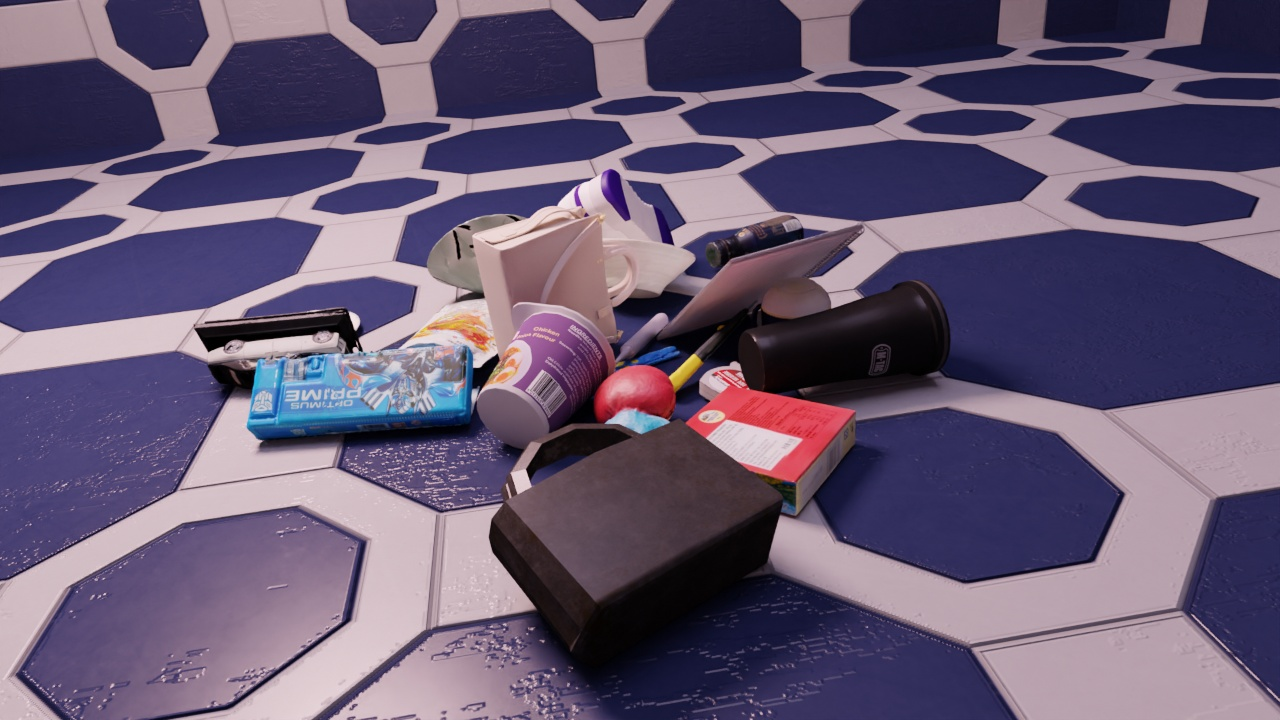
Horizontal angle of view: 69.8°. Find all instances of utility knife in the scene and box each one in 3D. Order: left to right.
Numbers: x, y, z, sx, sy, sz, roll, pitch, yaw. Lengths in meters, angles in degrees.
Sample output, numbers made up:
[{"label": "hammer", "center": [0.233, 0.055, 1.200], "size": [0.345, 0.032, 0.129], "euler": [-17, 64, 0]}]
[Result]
[{"label": "utility knife", "center": [0.085, -0.020, 1.069], "size": [0.187, 0.020, 0.029], "euler": [-43, -1, -31]}]

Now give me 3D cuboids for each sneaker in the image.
[{"label": "sneaker", "center": [-0.034, -0.184, 1.332], "size": [0.111, 0.244, 0.091], "euler": [-18, 65, 21]}]

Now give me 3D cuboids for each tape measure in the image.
[{"label": "tape measure", "center": [0.101, 0.030, 1.018], "size": [0.062, 0.020, 0.060], "euler": [-19, 35, -28]}]

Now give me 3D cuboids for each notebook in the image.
[{"label": "notebook", "center": [0.136, -0.088, 1.093], "size": [0.177, 0.013, 0.246], "euler": [-17, -12, -23]}]

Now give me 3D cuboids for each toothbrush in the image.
[{"label": "toothbrush", "center": [-0.004, -0.022, 1.126], "size": [0.019, 0.018, 0.187], "euler": [-9, 16, 24]}]

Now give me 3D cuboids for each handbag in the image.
[{"label": "handbag", "center": [-0.084, -0.092, 1.105], "size": [0.197, 0.195, 0.101], "euler": [-24, 32, -27]}, {"label": "handbag", "center": [-0.027, 0.127, 0.750], "size": [0.196, 0.102, 0.199], "euler": [-22, 46, -31]}]

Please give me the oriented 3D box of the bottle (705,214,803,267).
[{"label": "bottle", "center": [0.173, -0.178, 1.390], "size": [0.160, 0.056, 0.056], "euler": [-19, 29, -26]}]

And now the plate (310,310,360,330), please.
[{"label": "plate", "center": [-0.468, -0.035, 1.274], "size": [0.157, 0.014, 0.156], "euler": [-4, 26, 2]}]

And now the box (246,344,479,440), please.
[{"label": "box", "center": [-0.308, 0.047, 1.044], "size": [0.243, 0.085, 0.091], "euler": [-4, 63, 3]}]

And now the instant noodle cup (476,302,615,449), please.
[{"label": "instant noodle cup", "center": [-0.113, 0.020, 0.977], "size": [0.137, 0.122, 0.121], "euler": [41, 46, -5]}]

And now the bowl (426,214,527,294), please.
[{"label": "bowl", "center": [-0.211, -0.129, 1.315], "size": [0.174, 0.175, 0.067], "euler": [-13, 63, -16]}]

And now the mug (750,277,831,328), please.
[{"label": "mug", "center": [0.175, -0.051, 1.090], "size": [0.085, 0.089, 0.112], "euler": [-26, 33, -36]}]

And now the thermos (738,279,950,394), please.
[{"label": "thermos", "center": [0.220, -0.018, 0.994], "size": [0.218, 0.106, 0.106], "euler": [-12, 27, -14]}]

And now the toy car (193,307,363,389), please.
[{"label": "toy car", "center": [-0.455, -0.004, 1.152], "size": [0.191, 0.094, 0.071], "euler": [-6, 51, -4]}]

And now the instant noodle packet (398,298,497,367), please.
[{"label": "instant noodle packet", "center": [-0.230, -0.041, 1.201], "size": [0.147, 0.057, 0.268], "euler": [1, 21, 9]}]

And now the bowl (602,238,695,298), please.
[{"label": "bowl", "center": [-0.014, -0.121, 1.268], "size": [0.177, 0.057, 0.177], "euler": [5, -5, 0]}]

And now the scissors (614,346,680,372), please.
[{"label": "scissors", "center": [-0.005, 0.007, 1.098], "size": [0.130, 0.022, 0.070], "euler": [-12, 24, -21]}]

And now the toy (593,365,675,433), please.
[{"label": "toy", "center": [-0.006, 0.057, 0.948], "size": [0.092, 0.062, 0.132], "euler": [-20, 40, 19]}]

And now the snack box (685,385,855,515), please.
[{"label": "snack box", "center": [0.115, 0.081, 0.888], "size": [0.145, 0.040, 0.142], "euler": [11, 31, 32]}]
